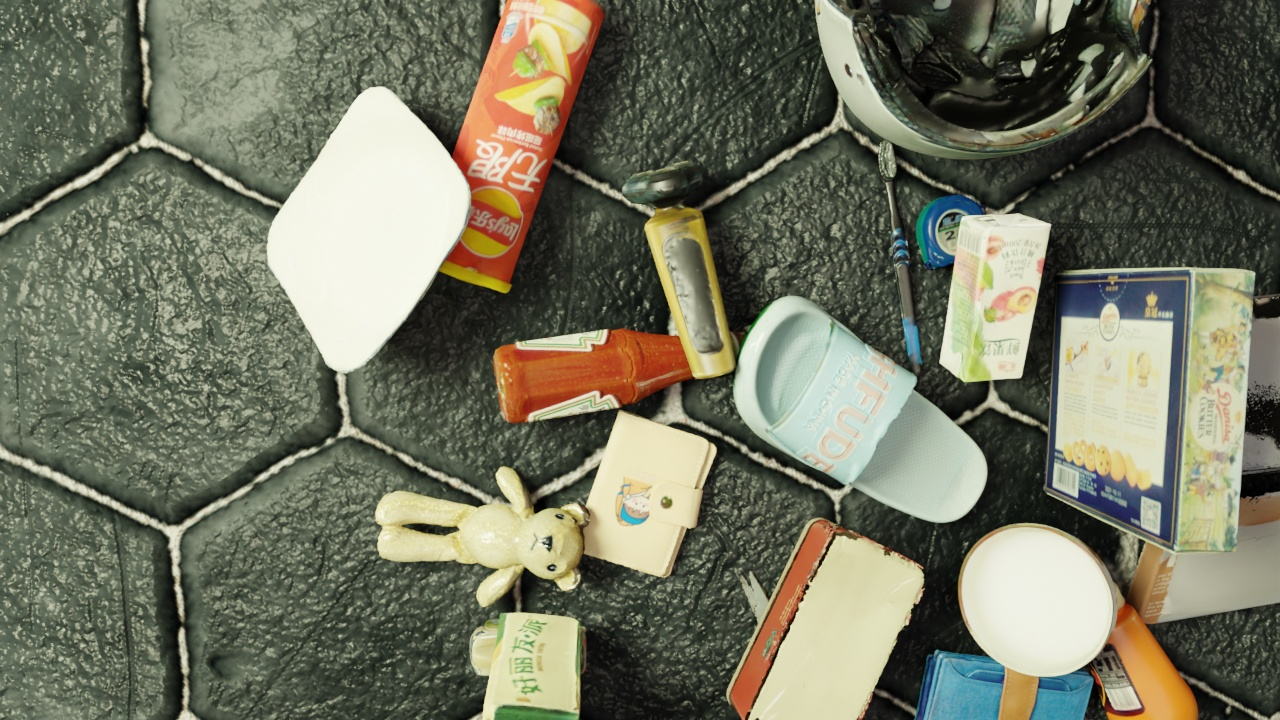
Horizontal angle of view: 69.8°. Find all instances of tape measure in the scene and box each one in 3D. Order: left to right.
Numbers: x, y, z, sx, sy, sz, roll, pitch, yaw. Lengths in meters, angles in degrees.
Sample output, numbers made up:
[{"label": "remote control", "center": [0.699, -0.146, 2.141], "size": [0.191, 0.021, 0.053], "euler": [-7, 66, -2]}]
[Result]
[{"label": "tape measure", "center": [0.241, -0.100, 0.711], "size": [0.058, 0.025, 0.054], "euler": [-16, 96, -14]}]

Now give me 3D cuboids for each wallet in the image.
[{"label": "wallet", "center": [0.006, 0.105, 0.709], "size": [0.087, 0.024, 0.115], "euler": [19, 92, -8]}, {"label": "wallet", "center": [0.293, 0.291, 0.746], "size": [0.133, 0.040, 0.106], "euler": [9, 99, -7]}]

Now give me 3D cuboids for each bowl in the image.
[{"label": "bowl", "center": [0.315, 0.183, 0.715], "size": [0.062, 0.114, 0.113], "euler": [8, 96, -47]}]

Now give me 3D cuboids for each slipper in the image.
[{"label": "slipper", "center": [0.170, 0.050, 0.680], "size": [0.245, 0.074, 0.104], "euler": [34, 91, -19]}]

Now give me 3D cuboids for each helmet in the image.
[{"label": "helmet", "center": [0.220, -0.262, 0.630], "size": [0.230, 0.157, 0.274], "euler": [2, 85, -3]}]

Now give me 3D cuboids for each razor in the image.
[{"label": "razor", "center": [0.033, -0.066, 0.658], "size": [0.062, 0.067, 0.167], "euler": [-14, 77, 0]}]

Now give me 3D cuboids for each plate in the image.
[{"label": "plate", "center": [-0.182, -0.088, 0.632], "size": [0.164, 0.034, 0.164], "euler": [-49, 59, 16]}]

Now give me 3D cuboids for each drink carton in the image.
[{"label": "drink carton", "center": [0.265, -0.047, 0.694], "size": [0.053, 0.045, 0.123], "euler": [-5, 114, -13]}]

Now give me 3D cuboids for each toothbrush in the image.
[{"label": "toothbrush", "center": [0.204, -0.078, 0.715], "size": [0.014, 0.016, 0.189], "euler": [-9, 97, 3]}]

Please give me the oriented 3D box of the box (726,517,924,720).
[{"label": "box", "center": [0.143, 0.213, 0.695], "size": [0.091, 0.079, 0.168], "euler": [26, 87, -5]}]

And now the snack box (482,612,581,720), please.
[{"label": "snack box", "center": [-0.086, 0.313, 0.652], "size": [0.063, 0.114, 0.240], "euler": [7, 107, -5]}]

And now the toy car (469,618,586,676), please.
[{"label": "toy car", "center": [-0.087, 0.223, 0.706], "size": [0.090, 0.035, 0.042], "euler": [1, 94, -3]}]

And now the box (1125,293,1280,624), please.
[{"label": "box", "center": [0.479, 0.080, 0.710], "size": [0.179, 0.126, 0.274], "euler": [-7, 101, -5]}]

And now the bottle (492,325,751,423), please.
[{"label": "bottle", "center": [-0.004, 0.004, 0.683], "size": [0.206, 0.060, 0.060], "euler": [-8, 96, -11]}]

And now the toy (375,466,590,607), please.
[{"label": "toy", "center": [-0.117, 0.129, 0.679], "size": [0.157, 0.066, 0.105], "euler": [7, 78, -1]}]

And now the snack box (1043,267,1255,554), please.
[{"label": "snack box", "center": [0.353, 0.026, 0.655], "size": [0.046, 0.178, 0.182], "euler": [1, 95, -1]}]

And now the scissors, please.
[{"label": "scissors", "center": [0.115, 0.255, 0.738], "size": [0.175, 0.014, 0.135], "euler": [30, 91, -7]}]

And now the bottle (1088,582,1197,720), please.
[{"label": "bottle", "center": [0.387, 0.233, 0.739], "size": [0.067, 0.067, 0.149], "euler": [-27, 90, -3]}]

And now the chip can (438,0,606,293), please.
[{"label": "chip can", "center": [-0.091, -0.158, 0.652], "size": [0.073, 0.073, 0.216], "euler": [21, 93, -7]}]
